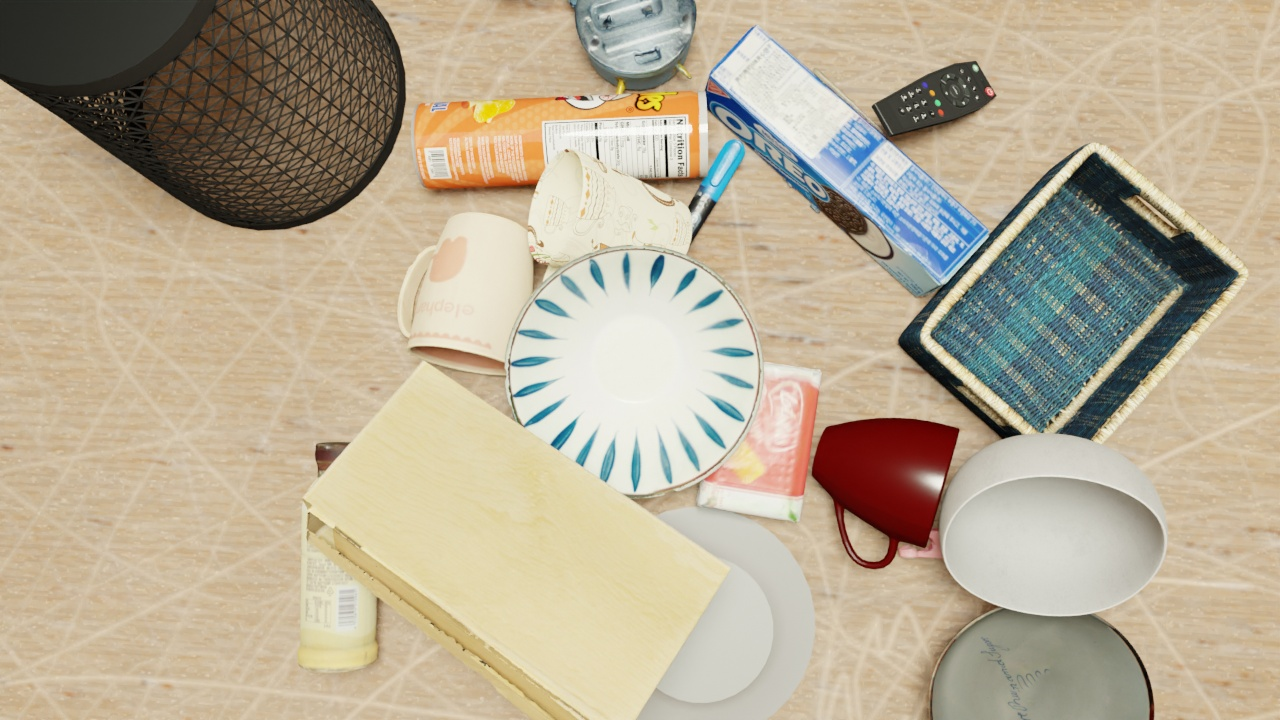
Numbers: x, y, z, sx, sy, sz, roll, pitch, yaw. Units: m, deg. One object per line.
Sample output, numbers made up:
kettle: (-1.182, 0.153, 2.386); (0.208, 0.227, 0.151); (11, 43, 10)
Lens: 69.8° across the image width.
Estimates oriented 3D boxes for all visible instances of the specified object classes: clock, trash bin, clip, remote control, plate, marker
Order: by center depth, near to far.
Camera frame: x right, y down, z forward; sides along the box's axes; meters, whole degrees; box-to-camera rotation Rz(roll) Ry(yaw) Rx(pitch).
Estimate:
trash bin: (-0.295, -0.216, 0.599); (0.217, 0.243, 0.217); (0, 87, 2)
remote control: (0.212, -0.188, 0.665); (0.124, 0.010, 0.039); (-27, 86, -31)
clip: (0.219, 0.140, 0.676); (0.059, 0.022, 0.038); (1, 90, 8)
plate: (0.044, 0.196, 0.680); (0.173, 0.019, 0.172); (0, 87, 2)
clock: (-0.007, -0.262, 0.686); (0.089, 0.051, 0.124); (-17, 86, 3)
marker: (0.044, -0.113, 0.696); (0.018, 0.015, 0.123); (31, 90, 3)

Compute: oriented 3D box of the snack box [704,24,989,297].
snack box: (0.147, -0.144, 0.672); (0.226, 0.059, 0.059); (43, 87, 2)

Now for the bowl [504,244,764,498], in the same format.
bowl: (-0.004, 0.004, 0.657); (0.177, 0.070, 0.177); (0, 102, 1)

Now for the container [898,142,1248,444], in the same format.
container: (0.301, -0.036, 0.654); (0.145, 0.071, 0.187); (42, 90, 3)

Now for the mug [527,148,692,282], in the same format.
mug: (-0.027, -0.080, 0.662); (0.097, 0.081, 0.122); (12, 116, -31)

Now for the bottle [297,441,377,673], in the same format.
bottle: (-0.220, 0.141, 0.674); (0.056, 0.056, 0.162); (1, 87, 2)

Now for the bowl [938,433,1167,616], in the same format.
bowl: (0.265, 0.100, 0.600); (0.132, 0.064, 0.132); (9, 129, 11)

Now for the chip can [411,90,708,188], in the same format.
chip can: (-0.057, -0.162, 0.678); (0.210, 0.062, 0.062); (-2, 87, 2)

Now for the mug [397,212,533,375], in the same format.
mug: (-0.131, -0.049, 0.674); (0.112, 0.085, 0.104); (3, 76, 31)

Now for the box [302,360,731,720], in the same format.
box: (-0.083, 0.125, 0.599); (0.249, 0.140, 0.123); (33, 130, 10)

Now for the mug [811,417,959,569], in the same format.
mug: (0.167, 0.091, 0.654); (0.088, 0.087, 0.114); (16, 94, 20)

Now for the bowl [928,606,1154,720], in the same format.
bowl: (0.274, 0.238, 0.650); (0.151, 0.057, 0.150); (0, 86, 3)

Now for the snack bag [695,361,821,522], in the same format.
snack bag: (0.087, 0.058, 0.676); (0.077, 0.036, 0.116); (9, 88, 3)
